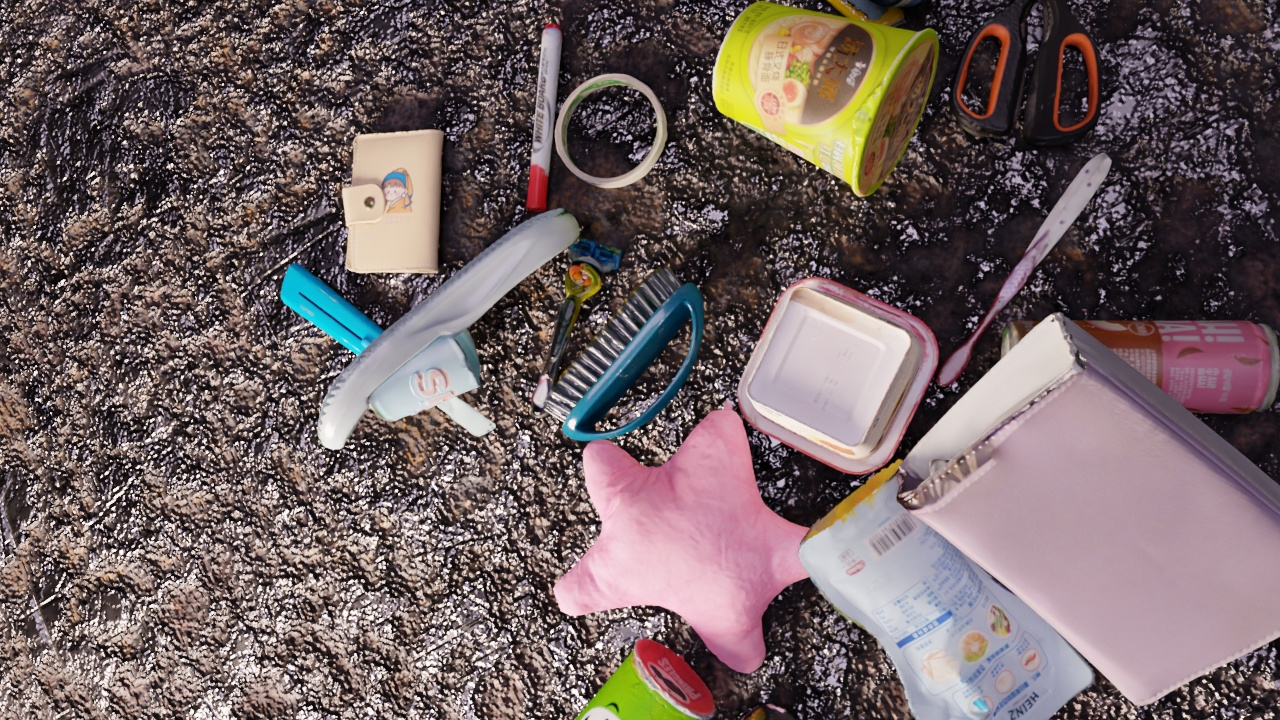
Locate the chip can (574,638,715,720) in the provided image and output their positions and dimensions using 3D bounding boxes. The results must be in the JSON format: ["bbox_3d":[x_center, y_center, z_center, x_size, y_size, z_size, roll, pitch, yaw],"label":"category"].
[{"bbox_3d":[-0.047,0.307,0.650,0.072,0.072,0.236,41,98,14],"label":"chip can"}]

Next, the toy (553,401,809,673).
[{"bbox_3d":[0.047,0.117,0.631,0.194,0.074,0.178,16,95,4],"label":"toy"}]

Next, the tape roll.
[{"bbox_3d":[-0.023,-0.175,0.700,0.086,0.014,0.085,-1,87,16],"label":"tape roll"}]

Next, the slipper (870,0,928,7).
[{"bbox_3d":[0.115,-0.341,0.607,0.095,0.105,0.252,-21,67,-24],"label":"slipper"}]

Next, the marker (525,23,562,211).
[{"bbox_3d":[-0.075,-0.189,0.714,0.017,0.017,0.145,5,88,15],"label":"marker"}]

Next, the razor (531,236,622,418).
[{"bbox_3d":[-0.057,-0.024,0.697,0.043,0.022,0.143,20,93,18],"label":"razor"}]

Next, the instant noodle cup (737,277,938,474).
[{"bbox_3d":[0.123,0.007,0.592,0.116,0.124,0.116,26,94,16],"label":"instant noodle cup"}]

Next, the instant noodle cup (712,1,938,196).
[{"bbox_3d":[0.118,-0.185,0.620,0.123,0.111,0.112,28,94,23],"label":"instant noodle cup"}]

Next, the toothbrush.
[{"bbox_3d":[0.257,-0.059,0.617,0.016,0.017,0.187,36,94,17],"label":"toothbrush"}]

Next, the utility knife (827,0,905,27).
[{"bbox_3d":[0.129,-0.288,0.664,0.156,0.015,0.033,45,101,13],"label":"utility knife"}]

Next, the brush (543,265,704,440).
[{"bbox_3d":[-0.004,0.004,0.663,0.073,0.055,0.144,43,98,15],"label":"brush"}]

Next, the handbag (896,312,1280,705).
[{"bbox_3d":[0.270,0.089,0.538,0.197,0.098,0.145,39,114,-3],"label":"handbag"}]

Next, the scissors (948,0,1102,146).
[{"bbox_3d":[0.286,-0.254,0.620,0.152,0.021,0.234,33,92,8],"label":"scissors"}]

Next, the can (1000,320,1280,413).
[{"bbox_3d":[0.307,0.003,0.576,0.147,0.058,0.058,1,87,15],"label":"can"}]

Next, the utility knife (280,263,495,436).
[{"bbox_3d":[-0.205,-0.006,0.739,0.225,0.018,0.034,35,95,13],"label":"utility knife"}]

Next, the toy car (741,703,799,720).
[{"bbox_3d":[0.064,0.290,0.639,0.122,0.037,0.056,-36,81,-2],"label":"toy car"}]

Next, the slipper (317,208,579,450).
[{"bbox_3d":[-0.135,-0.019,0.681,0.245,0.104,0.074,-41,104,-2],"label":"slipper"}]

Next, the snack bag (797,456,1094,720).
[{"bbox_3d":[0.196,0.165,0.594,0.110,0.039,0.191,-37,88,-17],"label":"snack bag"}]

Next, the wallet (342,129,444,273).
[{"bbox_3d":[-0.202,-0.128,0.742,0.087,0.024,0.115,0,88,16],"label":"wallet"}]
